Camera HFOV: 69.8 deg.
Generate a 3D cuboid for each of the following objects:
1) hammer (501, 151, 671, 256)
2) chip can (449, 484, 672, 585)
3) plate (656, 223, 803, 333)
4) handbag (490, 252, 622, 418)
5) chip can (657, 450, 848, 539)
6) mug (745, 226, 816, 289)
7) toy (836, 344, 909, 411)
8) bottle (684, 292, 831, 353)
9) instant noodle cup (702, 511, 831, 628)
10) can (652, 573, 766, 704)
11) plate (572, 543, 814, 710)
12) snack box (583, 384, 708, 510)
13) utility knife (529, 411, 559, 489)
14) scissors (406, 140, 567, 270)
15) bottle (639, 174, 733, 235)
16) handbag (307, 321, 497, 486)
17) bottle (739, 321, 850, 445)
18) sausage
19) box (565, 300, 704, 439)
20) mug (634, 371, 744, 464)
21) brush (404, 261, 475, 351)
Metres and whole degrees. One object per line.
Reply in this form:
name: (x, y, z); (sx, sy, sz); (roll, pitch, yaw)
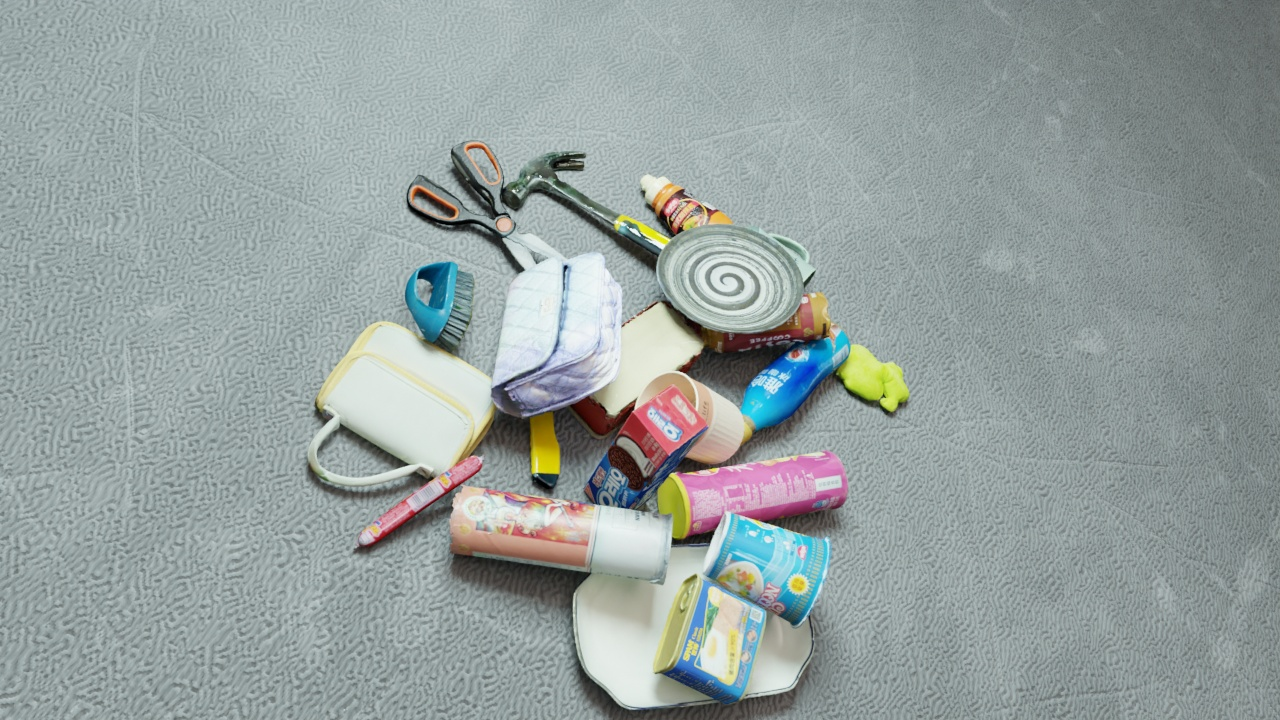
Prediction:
hammer: (-0.009, -0.168, 1.164); (0.323, 0.032, 0.125); (31, 54, 7)
chip can: (-0.078, 0.173, 0.912); (0.215, 0.071, 0.071); (8, 58, 0)
plate: (0.107, -0.096, 1.102); (0.179, 0.024, 0.179); (3, 52, -5)
handbag: (-0.091, -0.036, 0.997); (0.075, 0.134, 0.193); (57, 20, -35)
chip can: (0.128, 0.149, 1.032); (0.210, 0.072, 0.071); (-5, 64, -24)
mug: (0.168, -0.124, 1.191); (0.106, 0.082, 0.111); (39, 59, 11)
toy: (0.302, 0.022, 1.194); (0.100, 0.031, 0.096); (-1, 64, -22)
bottle: (0.141, -0.043, 1.122); (0.175, 0.057, 0.057); (-9, 62, 4)
instant noodle cup: (0.126, 0.208, 0.945); (0.110, 0.099, 0.099); (22, 56, 2)
can: (0.069, 0.275, 0.902); (0.083, 0.057, 0.101); (28, 56, -7)
plate: (0.054, 0.274, 0.953); (0.265, 0.034, 0.161); (0, 62, -21)
snack box: (0.001, 0.102, 0.927); (0.057, 0.208, 0.058); (-33, 76, -30)
utility knife: (-0.108, 0.066, 1.022); (0.033, 0.015, 0.167); (8, 58, -24)
scissors: (-0.186, -0.167, 1.112); (0.197, 0.022, 0.226); (-13, 74, -10)
bottle: (0.056, -0.195, 1.210); (0.149, 0.067, 0.066); (43, 56, 15)
handbag: (-0.252, 0.062, 0.947); (0.163, 0.063, 0.178); (31, 59, 0)
bottle: (0.176, 0.030, 1.122); (0.065, 0.065, 0.218); (45, 57, 8)
sausage: (-0.219, 0.139, 0.912); (0.155, 0.020, 0.020); (-35, 77, -14)
box: (-0.007, 0.006, 1.058); (0.091, 0.077, 0.167); (47, 57, 10)
mug: (0.047, 0.078, 1.022); (0.105, 0.115, 0.081); (27, 17, -49)
brush: (-0.220, -0.068, 0.999); (0.073, 0.055, 0.143); (28, 23, -21)
